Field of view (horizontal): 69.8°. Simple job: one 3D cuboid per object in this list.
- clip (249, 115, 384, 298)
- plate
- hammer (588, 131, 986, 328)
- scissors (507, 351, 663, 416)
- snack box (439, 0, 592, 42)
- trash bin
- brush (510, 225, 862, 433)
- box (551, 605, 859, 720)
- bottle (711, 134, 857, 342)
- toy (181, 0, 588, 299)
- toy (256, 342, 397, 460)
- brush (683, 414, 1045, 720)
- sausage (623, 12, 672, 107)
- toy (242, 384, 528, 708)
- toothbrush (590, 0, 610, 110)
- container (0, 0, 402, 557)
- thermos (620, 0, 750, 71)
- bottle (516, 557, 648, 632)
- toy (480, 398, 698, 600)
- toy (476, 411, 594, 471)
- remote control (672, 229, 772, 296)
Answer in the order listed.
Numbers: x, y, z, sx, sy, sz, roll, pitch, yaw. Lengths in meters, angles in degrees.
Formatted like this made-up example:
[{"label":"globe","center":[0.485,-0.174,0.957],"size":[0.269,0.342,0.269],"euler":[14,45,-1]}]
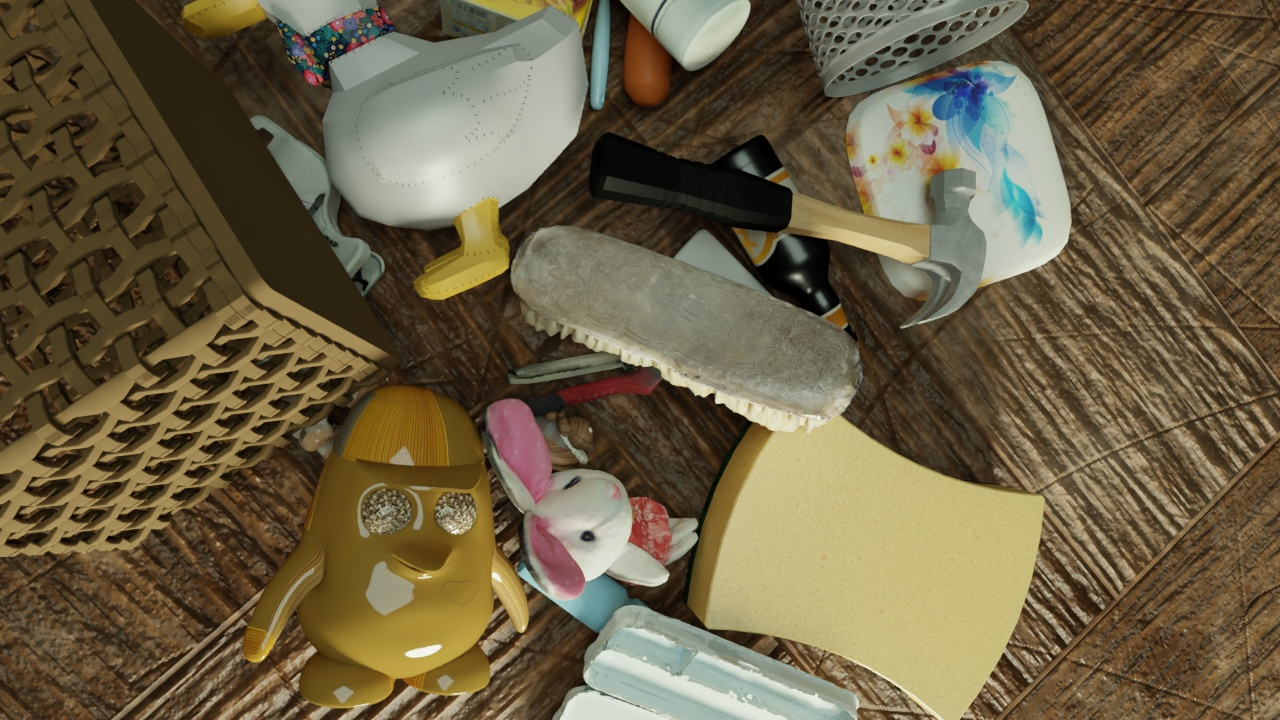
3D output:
[{"label":"clip","center":[-0.263,-0.094,0.675],"size":[0.144,0.074,0.124],"euler":[36,87,-2]},{"label":"plate","center":[0.278,-0.156,0.784],"size":[0.187,0.016,0.187],"euler":[-18,93,-9]},{"label":"hammer","center":[0.120,-0.108,0.685],"size":[0.327,0.039,0.131],"euler":[10,79,-22]},{"label":"scissors","center":[-0.005,0.010,0.722],"size":[0.188,0.015,0.146],"euler":[14,50,4]},{"label":"snack box","center":[-0.091,-0.269,0.688],"size":[0.105,0.084,0.061],"euler":[18,86,-9]},{"label":"trash bin","center":[0.186,-0.322,0.701],"size":[0.156,0.156,0.183],"euler":[-20,90,-9]},{"label":"brush","center":[0.029,-0.025,0.680],"size":[0.271,0.057,0.083],"euler":[21,74,9]},{"label":"box","center":[0.041,0.289,0.716],"size":[0.210,0.061,0.193],"euler":[22,116,-8]},{"label":"bottle","center":[0.119,-0.088,0.735],"size":[0.059,0.059,0.181],"euler":[-33,95,-8]},{"label":"toy","center":[-0.157,-0.181,0.630],"size":[0.246,0.141,0.268],"euler":[-19,105,-3]},{"label":"toy","center":[-0.248,0.021,0.676],"size":[0.106,0.074,0.085],"euler":[34,97,-4]},{"label":"brush","center":[0.178,0.153,0.736],"size":[0.250,0.075,0.195],"euler":[24,86,-9]},{"label":"sausage","center":[0.017,-0.283,0.728],"size":[0.044,0.039,0.164],"euler":[13,88,-7]},{"label":"toy","center":[-0.161,0.119,0.634],"size":[0.198,0.163,0.203],"euler":[5,91,-31]},{"label":"toothbrush","center":[-0.028,-0.277,0.733],"size":[0.016,0.022,0.155],"euler":[4,89,33]},{"label":"container","center":[-0.320,-0.054,0.533],"size":[0.214,0.219,0.251],"euler":[-34,81,-3]},{"label":"thermos","center":[-0.017,-0.317,0.681],"size":[0.068,0.068,0.230],"euler":[-40,80,-8]},{"label":"bottle","center":[-0.035,0.187,0.718],"size":[0.130,0.040,0.040],"euler":[39,84,-8]},{"label":"toy","center":[-0.032,0.119,0.666],"size":[0.084,0.159,0.194],"euler":[-41,136,21]},{"label":"toy","center":[-0.080,0.060,0.711],"size":[0.101,0.041,0.055],"euler":[19,106,-16]},{"label":"remote control","center":[0.088,-0.043,0.752],"size":[0.146,0.008,0.045],"euler":[44,70,-7]}]
